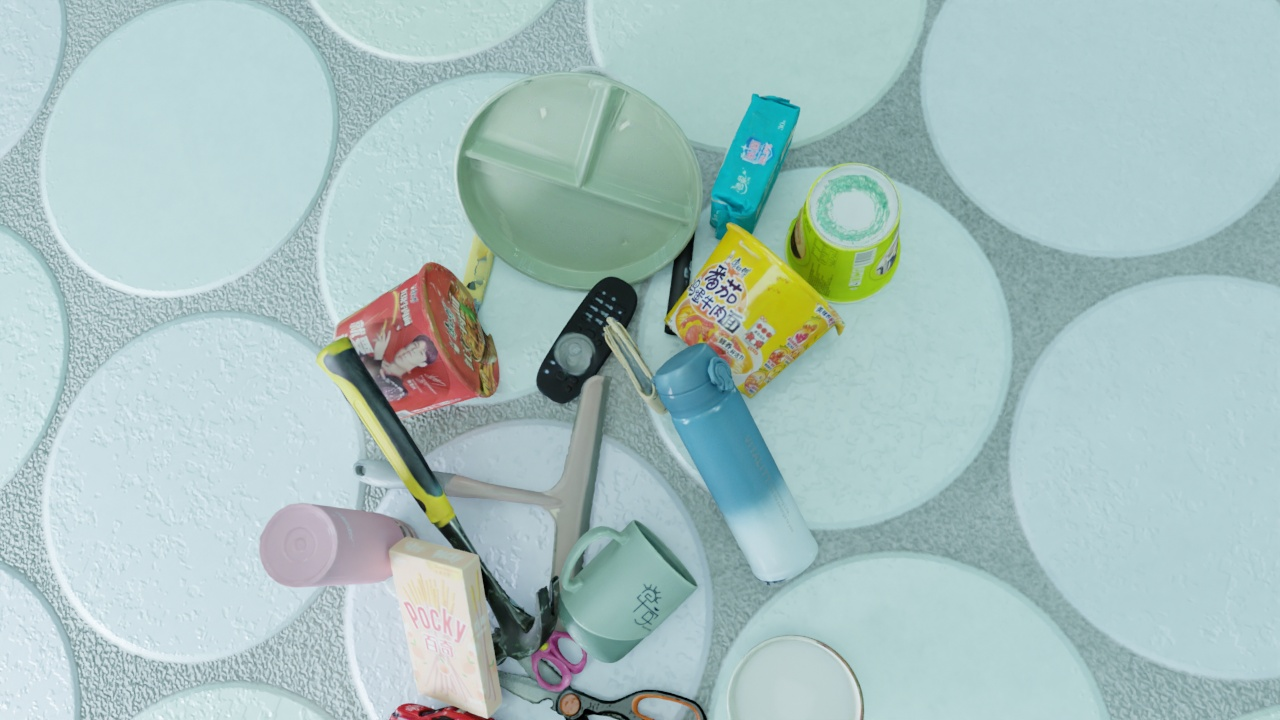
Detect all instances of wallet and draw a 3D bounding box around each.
[{"bbox_3d":[-0.005,0.005,0.842,0.024,0.115,0.087,-29,77,3],"label":"wallet"}]

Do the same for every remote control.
[{"bbox_3d":[-0.052,-0.020,0.899,0.053,0.024,0.136,34,88,5],"label":"remote control"}]

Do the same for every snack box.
[{"bbox_3d":[-0.171,0.236,0.811,0.085,0.026,0.157,7,114,29],"label":"snack box"}]

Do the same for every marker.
[{"bbox_3d":[0.039,-0.089,0.905,0.022,0.020,0.132,2,78,25],"label":"marker"}]

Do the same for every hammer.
[{"bbox_3d":[-0.180,0.121,0.804,0.126,0.031,0.323,-31,92,36],"label":"hammer"}]

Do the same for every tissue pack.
[{"bbox_3d":[0.105,-0.181,0.877,0.050,0.093,0.133,23,82,7],"label":"tissue pack"}]

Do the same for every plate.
[{"bbox_3d":[-0.057,-0.162,0.849,0.230,0.231,0.027,1,42,8],"label":"plate"}]

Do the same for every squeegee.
[{"bbox_3d":[-0.168,0.121,0.875,0.250,0.040,0.247,7,86,12],"label":"squeegee"}]

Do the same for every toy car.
[{"bbox_3d":[-0.168,0.338,0.831,0.120,0.053,0.045,15,79,8],"label":"toy car"}]

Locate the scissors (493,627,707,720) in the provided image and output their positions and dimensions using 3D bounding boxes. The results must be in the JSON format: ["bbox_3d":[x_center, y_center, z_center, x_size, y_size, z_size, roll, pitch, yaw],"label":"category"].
[{"bbox_3d":[-0.041,0.314,0.839,0.190,0.022,0.229,-30,70,-4],"label":"scissors"}]

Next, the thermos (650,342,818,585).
[{"bbox_3d":[0.082,0.088,0.787,0.070,0.070,0.220,-28,109,1],"label":"thermos"}]

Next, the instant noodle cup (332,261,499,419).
[{"bbox_3d":[-0.214,-0.010,0.867,0.109,0.138,0.138,-23,77,11],"label":"instant noodle cup"}]

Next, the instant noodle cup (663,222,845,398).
[{"bbox_3d":[0.096,-0.040,0.834,0.138,0.138,0.110,42,95,13],"label":"instant noodle cup"}]

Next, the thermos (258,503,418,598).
[{"bbox_3d":[-0.248,0.172,0.799,0.067,0.199,0.087,-31,75,-2],"label":"thermos"}]

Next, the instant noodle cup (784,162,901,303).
[{"bbox_3d":[0.189,-0.121,0.837,0.112,0.123,0.111,-2,78,7],"label":"instant noodle cup"}]

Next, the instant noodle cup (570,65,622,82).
[{"bbox_3d":[-0.050,-0.232,0.888,0.099,0.110,0.099,0,85,-5],"label":"instant noodle cup"}]

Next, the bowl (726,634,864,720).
[{"bbox_3d":[0.133,0.294,0.794,0.113,0.062,0.113,-2,77,8],"label":"bowl"}]

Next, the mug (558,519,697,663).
[{"bbox_3d":[-0.024,0.199,0.813,0.106,0.082,0.112,-43,116,1],"label":"mug"}]

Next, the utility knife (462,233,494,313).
[{"bbox_3d":[-0.157,-0.121,0.942,0.031,0.018,0.166,10,85,15],"label":"utility knife"}]

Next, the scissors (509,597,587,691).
[{"bbox_3d":[-0.105,0.242,0.846,0.056,0.017,0.133,-45,77,0],"label":"scissors"}]
